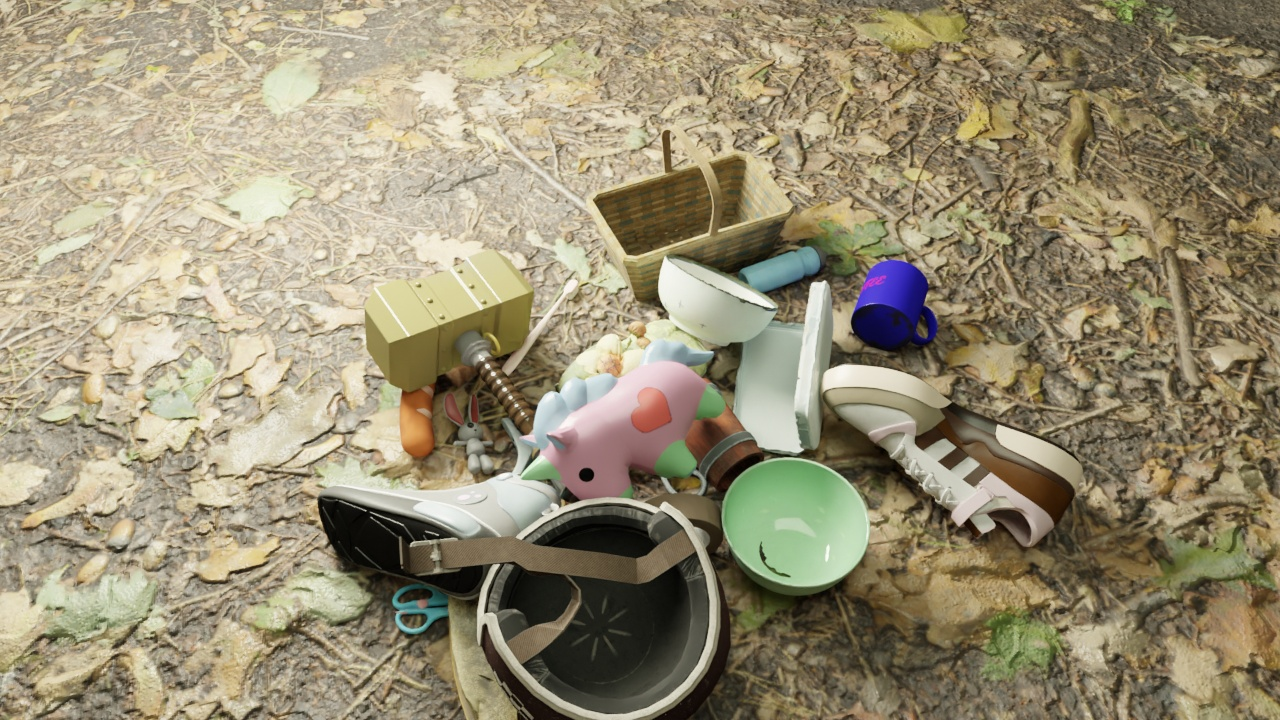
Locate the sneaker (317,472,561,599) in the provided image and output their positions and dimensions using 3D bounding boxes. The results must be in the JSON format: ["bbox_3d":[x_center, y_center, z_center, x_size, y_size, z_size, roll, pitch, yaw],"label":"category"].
[{"bbox_3d":[-0.212,0.158,0.974,0.257,0.093,0.160,7,25,36],"label":"sneaker"}]

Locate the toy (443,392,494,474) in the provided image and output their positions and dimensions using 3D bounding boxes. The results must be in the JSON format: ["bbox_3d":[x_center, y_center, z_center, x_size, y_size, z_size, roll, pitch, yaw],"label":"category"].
[{"bbox_3d":[-0.200,0.086,1.079,0.049,0.030,0.111,3,46,-35],"label":"toy"}]

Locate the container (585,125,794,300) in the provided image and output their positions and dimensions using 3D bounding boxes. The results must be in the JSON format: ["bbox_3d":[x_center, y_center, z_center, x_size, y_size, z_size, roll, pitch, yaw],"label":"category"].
[{"bbox_3d":[0.065,-0.207,1.217,0.249,0.187,0.157,-19,52,-14],"label":"container"}]

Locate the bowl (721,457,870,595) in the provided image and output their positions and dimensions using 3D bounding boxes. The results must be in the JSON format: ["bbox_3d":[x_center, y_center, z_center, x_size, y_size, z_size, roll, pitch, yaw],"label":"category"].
[{"bbox_3d":[0.158,0.184,0.960,0.151,0.077,0.150,-1,50,0],"label":"bowl"}]

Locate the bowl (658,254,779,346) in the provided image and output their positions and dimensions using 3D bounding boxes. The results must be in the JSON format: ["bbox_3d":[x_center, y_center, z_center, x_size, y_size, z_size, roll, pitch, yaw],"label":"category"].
[{"bbox_3d":[0.086,-0.068,1.130,0.153,0.073,0.153,24,14,-7],"label":"bowl"}]

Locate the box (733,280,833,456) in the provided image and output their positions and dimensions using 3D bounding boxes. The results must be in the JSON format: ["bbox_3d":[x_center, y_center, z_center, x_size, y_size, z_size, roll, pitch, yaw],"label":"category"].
[{"bbox_3d":[0.177,0.004,1.093,0.130,0.106,0.210,3,50,8],"label":"box"}]

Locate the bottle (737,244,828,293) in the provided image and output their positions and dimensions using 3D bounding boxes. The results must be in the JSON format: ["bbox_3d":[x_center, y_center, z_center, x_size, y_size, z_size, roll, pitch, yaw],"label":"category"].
[{"bbox_3d":[0.197,-0.124,1.241,0.130,0.040,0.040,-20,53,-15],"label":"bottle"}]

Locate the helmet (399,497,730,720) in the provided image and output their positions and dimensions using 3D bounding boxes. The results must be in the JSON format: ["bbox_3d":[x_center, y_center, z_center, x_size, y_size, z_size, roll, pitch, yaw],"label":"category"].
[{"bbox_3d":[-0.041,0.225,0.812,0.233,0.254,0.233,-30,72,-16],"label":"helmet"}]

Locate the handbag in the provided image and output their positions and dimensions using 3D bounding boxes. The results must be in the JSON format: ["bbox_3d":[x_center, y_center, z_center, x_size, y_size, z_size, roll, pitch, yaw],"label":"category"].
[{"bbox_3d":[-0.006,0.006,1.085,0.186,0.117,0.113,-37,60,-26],"label":"handbag"}]

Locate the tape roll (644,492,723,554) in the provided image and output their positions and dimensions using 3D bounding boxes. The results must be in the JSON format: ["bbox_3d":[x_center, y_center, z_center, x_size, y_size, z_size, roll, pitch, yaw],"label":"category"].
[{"bbox_3d":[0.038,0.176,0.958,0.093,0.094,0.030,-3,50,-1],"label":"tape roll"}]

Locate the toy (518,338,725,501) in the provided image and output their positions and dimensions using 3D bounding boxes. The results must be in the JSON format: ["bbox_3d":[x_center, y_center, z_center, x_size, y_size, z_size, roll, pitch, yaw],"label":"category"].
[{"bbox_3d":[-0.015,0.057,0.951,0.171,0.120,0.221,33,73,-15],"label":"toy"}]

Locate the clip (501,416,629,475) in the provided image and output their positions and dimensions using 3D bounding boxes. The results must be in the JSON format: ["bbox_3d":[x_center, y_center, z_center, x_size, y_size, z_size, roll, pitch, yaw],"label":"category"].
[{"bbox_3d":[-0.111,0.138,1.036,0.169,0.031,0.164,17,51,15],"label":"clip"}]

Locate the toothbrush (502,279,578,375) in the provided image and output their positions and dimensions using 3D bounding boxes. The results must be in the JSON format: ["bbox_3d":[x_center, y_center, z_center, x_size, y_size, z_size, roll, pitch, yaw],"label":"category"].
[{"bbox_3d":[-0.130,-0.041,1.195,0.016,0.018,0.180,22,56,20],"label":"toothbrush"}]

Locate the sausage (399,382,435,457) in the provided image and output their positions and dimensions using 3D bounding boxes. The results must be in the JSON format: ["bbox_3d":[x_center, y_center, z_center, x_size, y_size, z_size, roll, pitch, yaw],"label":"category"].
[{"bbox_3d":[-0.267,0.045,1.109,0.044,0.039,0.164,-2,50,-4],"label":"sausage"}]

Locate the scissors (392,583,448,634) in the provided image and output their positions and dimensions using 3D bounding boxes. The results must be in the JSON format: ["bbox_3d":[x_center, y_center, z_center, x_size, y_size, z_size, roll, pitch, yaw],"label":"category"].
[{"bbox_3d":[-0.189,0.253,0.951,0.136,0.015,0.055,-5,49,-1],"label":"scissors"}]

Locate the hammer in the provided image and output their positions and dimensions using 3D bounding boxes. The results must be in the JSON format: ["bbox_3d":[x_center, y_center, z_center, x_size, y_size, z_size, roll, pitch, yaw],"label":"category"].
[{"bbox_3d":[-0.158,0.033,1.049,0.189,0.101,0.325,-24,59,-30],"label":"hammer"}]

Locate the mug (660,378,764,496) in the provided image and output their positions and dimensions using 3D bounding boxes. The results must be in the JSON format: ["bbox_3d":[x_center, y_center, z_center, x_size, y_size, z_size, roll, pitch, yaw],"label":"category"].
[{"bbox_3d":[0.066,0.097,1.042,0.117,0.081,0.111,-36,60,-5],"label":"mug"}]

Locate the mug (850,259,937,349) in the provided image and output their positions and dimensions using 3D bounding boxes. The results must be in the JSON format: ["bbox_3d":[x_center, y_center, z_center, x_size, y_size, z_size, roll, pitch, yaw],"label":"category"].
[{"bbox_3d":[0.331,-0.062,1.170,0.111,0.079,0.083,35,54,-8],"label":"mug"}]

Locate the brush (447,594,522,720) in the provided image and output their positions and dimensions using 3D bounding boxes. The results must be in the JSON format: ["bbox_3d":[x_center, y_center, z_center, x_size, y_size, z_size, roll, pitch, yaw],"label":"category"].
[{"bbox_3d":[-0.152,0.296,0.891,0.059,0.043,0.195,-13,54,-11],"label":"brush"}]

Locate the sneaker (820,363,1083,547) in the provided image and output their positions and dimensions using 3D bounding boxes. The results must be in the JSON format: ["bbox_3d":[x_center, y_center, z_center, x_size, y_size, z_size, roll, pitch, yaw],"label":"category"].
[{"bbox_3d":[0.321,0.110,1.005,0.294,0.112,0.116,26,67,6],"label":"sneaker"}]
